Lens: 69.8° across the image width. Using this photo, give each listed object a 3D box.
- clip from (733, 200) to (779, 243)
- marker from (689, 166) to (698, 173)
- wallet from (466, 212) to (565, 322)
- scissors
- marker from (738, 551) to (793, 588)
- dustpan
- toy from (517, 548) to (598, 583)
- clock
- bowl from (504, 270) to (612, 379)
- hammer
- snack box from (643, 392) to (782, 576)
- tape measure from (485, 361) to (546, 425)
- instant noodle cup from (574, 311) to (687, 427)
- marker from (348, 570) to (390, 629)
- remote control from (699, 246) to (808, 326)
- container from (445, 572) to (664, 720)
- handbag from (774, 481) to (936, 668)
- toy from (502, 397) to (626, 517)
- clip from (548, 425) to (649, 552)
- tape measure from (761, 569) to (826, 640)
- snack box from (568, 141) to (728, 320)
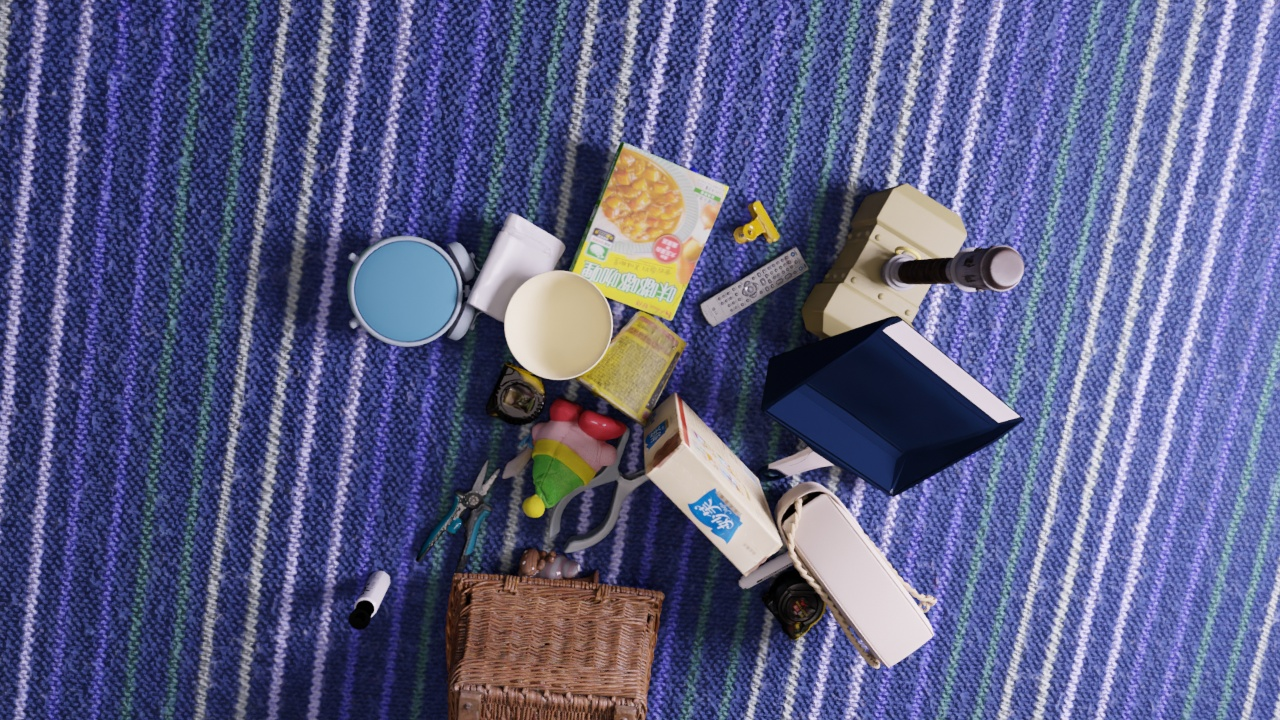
[{"bbox_3d":[0.134,-0.154,1.069,0.046,0.035,0.053,-33,100,-8],"label":"clip"},{"bbox_3d":[0.008,-0.175,1.060,0.141,0.020,0.020,-36,99,0],"label":"marker"},{"bbox_3d":[-0.143,-0.101,1.033,0.086,0.032,0.116,34,83,-44],"label":"wallet"},{"bbox_3d":[-0.213,0.194,1.088,0.149,0.019,0.122,-24,98,-4],"label":"scissors"},{"bbox_3d":[0.180,0.244,1.129,0.133,0.017,0.020,-28,125,-1],"label":"marker"},{"bbox_3d":[0.242,0.077,1.035,0.236,0.274,0.080,33,57,-28],"label":"dustpan"},{"bbox_3d":[-0.102,0.251,1.094,0.102,0.041,0.055,1,120,3],"label":"toy"},{"bbox_3d":[-0.243,-0.078,1.027,0.161,0.075,0.122,-1,96,-18],"label":"clock"},{"bbox_3d":[-0.086,-0.039,1.026,0.118,0.074,0.118,0,92,4],"label":"bowl"},{"bbox_3d":[0.291,-0.090,0.938,0.100,0.325,0.190,29,91,-8],"label":"hammer"},{"bbox_3d":[0.073,0.128,1.008,0.055,0.207,0.153,-42,99,8],"label":"snack box"},{"bbox_3d":[-0.142,0.044,1.065,0.062,0.038,0.067,24,94,-8],"label":"tape measure"},{"bbox_3d":[-0.006,0.006,1.046,0.102,0.102,0.108,36,86,-8],"label":"instant noodle cup"},{"bbox_3d":[-0.305,0.270,1.034,0.025,0.126,0.025,-1,97,-5],"label":"marker"},{"bbox_3d":[0.133,-0.086,1.085,0.136,0.013,0.033,-31,98,-1],"label":"remote control"},{"bbox_3d":[-0.103,0.359,1.017,0.250,0.183,0.162,6,113,-4],"label":"container"},{"bbox_3d":[0.236,0.227,1.013,0.103,0.210,0.208,-37,82,3],"label":"handbag"},{"bbox_3d":[-0.096,0.110,1.045,0.124,0.096,0.131,22,92,21],"label":"toy"},{"bbox_3d":[-0.057,0.148,1.091,0.163,0.028,0.108,-44,100,0],"label":"clip"},{"bbox_3d":[0.191,0.295,1.126,0.072,0.042,0.071,-37,98,4],"label":"tape measure"},{"bbox_3d":[0.008,-0.145,1.043,0.132,0.027,0.168,20,102,-16],"label":"snack box"}]
